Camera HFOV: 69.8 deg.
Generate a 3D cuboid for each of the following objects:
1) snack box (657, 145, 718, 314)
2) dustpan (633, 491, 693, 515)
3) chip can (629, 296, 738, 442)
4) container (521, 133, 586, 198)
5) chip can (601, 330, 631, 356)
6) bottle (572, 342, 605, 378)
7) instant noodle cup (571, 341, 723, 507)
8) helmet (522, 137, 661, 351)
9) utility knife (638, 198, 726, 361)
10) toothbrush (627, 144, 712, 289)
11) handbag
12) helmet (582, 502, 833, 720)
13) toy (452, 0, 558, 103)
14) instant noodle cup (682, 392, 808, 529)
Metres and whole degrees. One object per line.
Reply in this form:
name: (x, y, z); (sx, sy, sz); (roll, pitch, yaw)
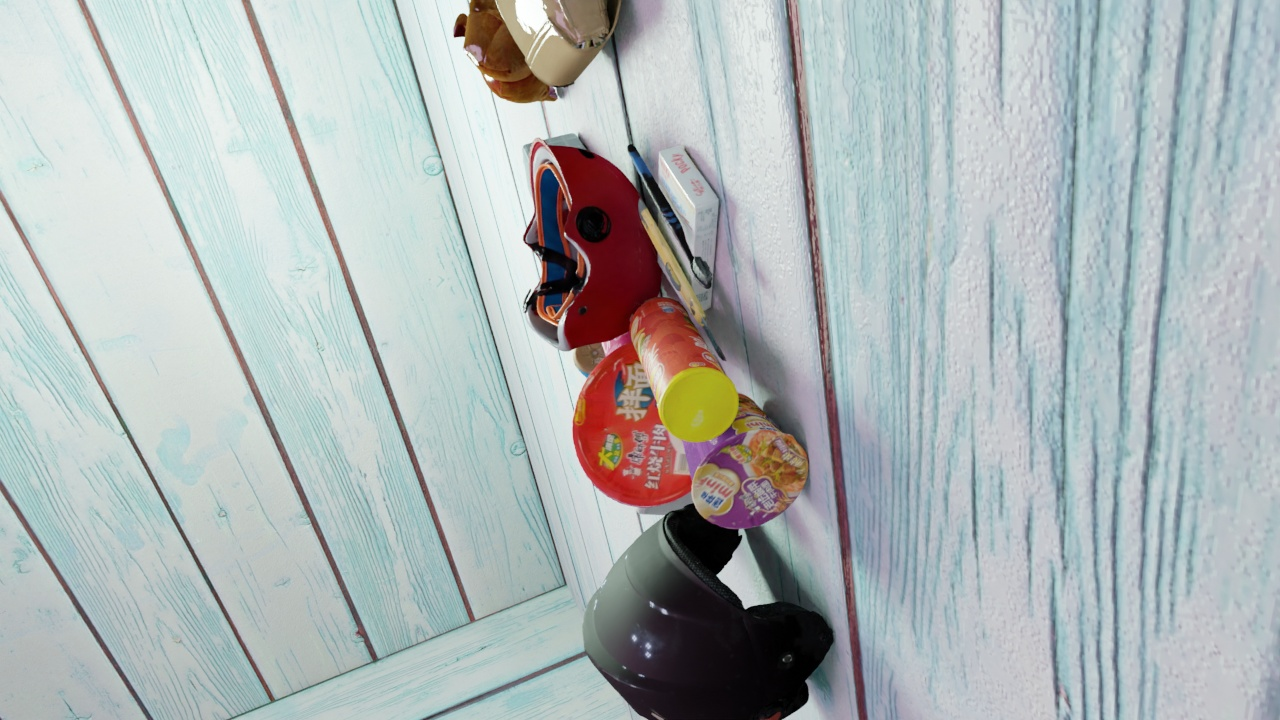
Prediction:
snack box: (0.045, -0.126, 0.914); (0.157, 0.026, 0.084); (90, 156, -53)
dustpan: (0.046, 0.104, 1.265); (0.222, 0.142, 0.258); (57, 132, 45)
chip can: (0.037, 0.003, 0.899); (0.216, 0.073, 0.073); (-111, 7, -68)
container: (-0.104, -0.238, 1.222); (0.090, 0.090, 0.111); (87, 162, -48)
chip can: (-0.011, -0.012, 1.150); (0.071, 0.071, 0.210); (99, 155, -63)
bottle: (-0.051, 0.018, 1.376); (0.219, 0.065, 0.065); (65, -178, -73)
instant noodle cup: (0.022, 0.072, 1.030); (0.066, 0.194, 0.193); (32, -152, -60)
helmet: (-0.051, -0.133, 1.053); (0.207, 0.143, 0.240); (-172, 78, -70)
utility knife: (0.042, -0.080, 0.914); (0.196, 0.020, 0.031); (58, 170, 19)
toothbrush: (0.026, -0.143, 0.876); (0.016, 0.014, 0.189); (95, 153, -59)
handbag: (-0.083, -0.373, 0.944); (0.148, 0.099, 0.205); (65, 167, -9)
helmet: (0.071, 0.301, 1.019); (0.275, 0.230, 0.233); (56, 178, -33)
toy: (-0.163, -0.397, 1.176); (0.140, 0.130, 0.200); (30, 172, 5)
instant noodle cup: (0.091, 0.089, 0.879); (0.099, 0.111, 0.112); (-114, 11, -60)
